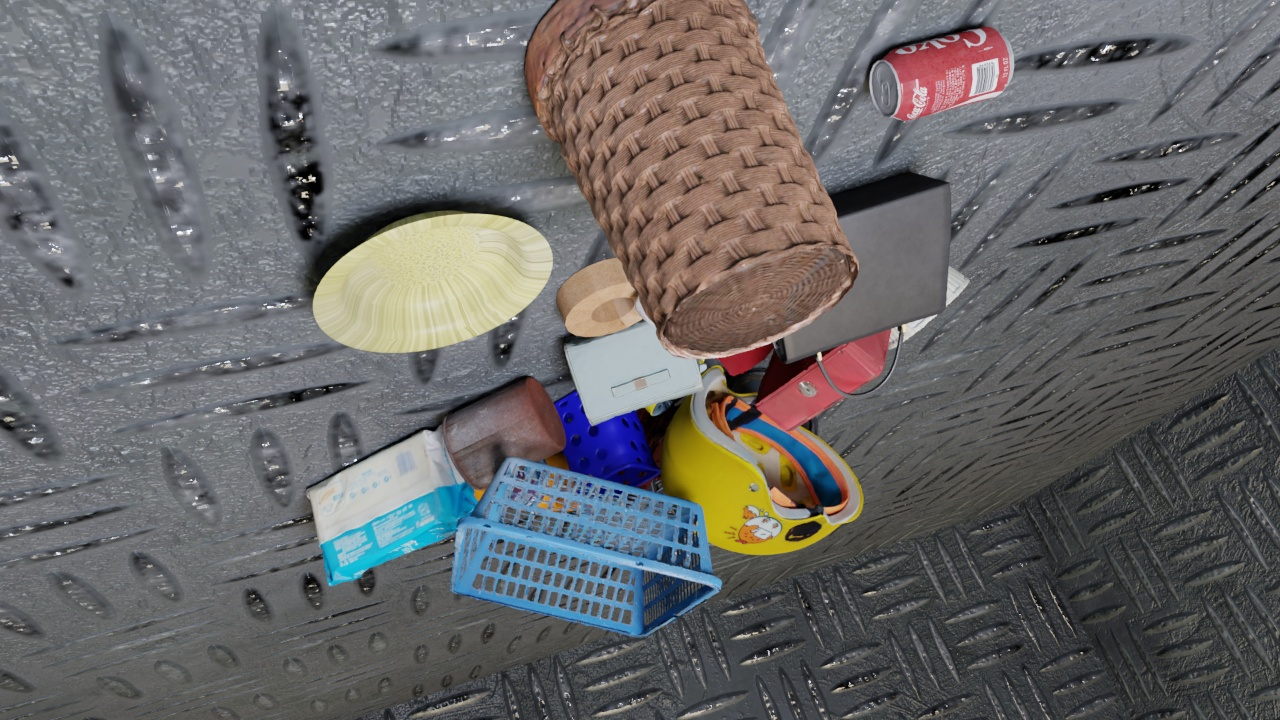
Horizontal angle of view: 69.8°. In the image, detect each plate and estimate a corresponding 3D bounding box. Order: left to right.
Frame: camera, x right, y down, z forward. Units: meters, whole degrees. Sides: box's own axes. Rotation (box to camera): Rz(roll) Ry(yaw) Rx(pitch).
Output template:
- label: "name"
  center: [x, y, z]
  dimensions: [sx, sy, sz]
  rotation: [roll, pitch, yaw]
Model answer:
- label: "plate"
  center: [-0.162, -0.070, 0.714]
  dimensions: [0.184, 0.036, 0.185]
  rotation: [-18, 157, -8]

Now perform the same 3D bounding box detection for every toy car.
- label: "toy car"
  center: [0.008, 0.104, 1.153]
  dimensions: [0.061, 0.070, 0.170]
  rotation: [-21, 143, -44]

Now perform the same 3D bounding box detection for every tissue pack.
- label: "tissue pack"
  center: [-0.276, 0.160, 1.024]
  dimensions: [0.210, 0.117, 0.066]
  rotation: [-28, 162, 16]

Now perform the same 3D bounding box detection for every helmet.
- label: "helmet"
  center: [0.119, 0.136, 1.029]
  dimensions: [0.240, 0.208, 0.140]
  rotation: [29, 116, -29]

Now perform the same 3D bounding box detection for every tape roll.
- label: "tape roll"
  center: [-0.030, -0.059, 0.862]
  dimensions: [0.094, 0.027, 0.094]
  rotation: [-18, 157, -8]

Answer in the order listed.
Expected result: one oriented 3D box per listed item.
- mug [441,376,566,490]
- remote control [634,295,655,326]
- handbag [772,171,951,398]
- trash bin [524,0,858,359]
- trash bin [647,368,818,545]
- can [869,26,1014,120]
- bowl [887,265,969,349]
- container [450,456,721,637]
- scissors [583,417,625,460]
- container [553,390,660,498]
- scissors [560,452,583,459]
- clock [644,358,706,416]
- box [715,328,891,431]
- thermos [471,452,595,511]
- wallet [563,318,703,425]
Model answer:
- label: "mug"
  center: [-0.140, 0.084, 1.000]
  dimensions: [0.110, 0.096, 0.123]
  rotation: [-21, 154, 11]
- label: "remote control"
  center: [0.040, -0.080, 0.829]
  dimensions: [0.114, 0.028, 0.060]
  rotation: [-51, 152, 11]
- label: "handbag"
  center: [0.204, -0.054, 0.866]
  dimensions: [0.175, 0.072, 0.196]
  rotation: [-18, 113, -8]
- label: "trash bin"
  center: [0.031, -0.115, 0.559]
  dimensions: [0.151, 0.210, 0.151]
  rotation: [-17, 157, -8]
- label: "trash bin"
  center: [0.125, 0.127, 1.243]
  dimensions: [0.164, 0.164, 0.228]
  rotation: [-7, 150, -30]
- label: "can"
  center: [0.228, -0.218, 0.699]
  dimensions: [0.096, 0.054, 0.054]
  rotation: [-17, 157, -10]
- label: "bowl"
  center: [0.303, -0.073, 1.032]
  dimensions: [0.115, 0.062, 0.115]
  rotation: [-42, 176, -4]
- label: "container"
  center: [-0.072, 0.214, 1.017]
  dimensions: [0.257, 0.089, 0.363]
  rotation: [15, 154, -6]
- label: "scissors"
  center: [-0.058, 0.124, 1.256]
  dimensions: [0.230, 0.016, 0.113]
  rotation: [-33, 153, 31]
- label: "container"
  center: [-0.043, 0.093, 1.073]
  dimensions: [0.085, 0.113, 0.084]
  rotation: [-31, 155, 21]
- label: "scissors"
  center: [-0.091, 0.160, 1.281]
  dimensions: [0.101, 0.016, 0.178]
  rotation: [-17, 153, 16]
- label: "clock"
  center: [0.037, 0.008, 1.013]
  dimensions: [0.118, 0.057, 0.083]
  rotation: [-41, 164, -6]
- label: "box"
  center: [0.192, -0.017, 0.994]
  dimensions: [0.136, 0.126, 0.158]
  rotation: [-37, 174, -44]
- label: "thermos"
  center: [-0.144, 0.153, 1.133]
  dimensions: [0.076, 0.091, 0.232]
  rotation: [-38, 149, 27]
- label: "wallet"
  center: [-0.006, 0.005, 0.932]
  dimensions: [0.131, 0.054, 0.100]
  rotation: [-20, 115, 0]
